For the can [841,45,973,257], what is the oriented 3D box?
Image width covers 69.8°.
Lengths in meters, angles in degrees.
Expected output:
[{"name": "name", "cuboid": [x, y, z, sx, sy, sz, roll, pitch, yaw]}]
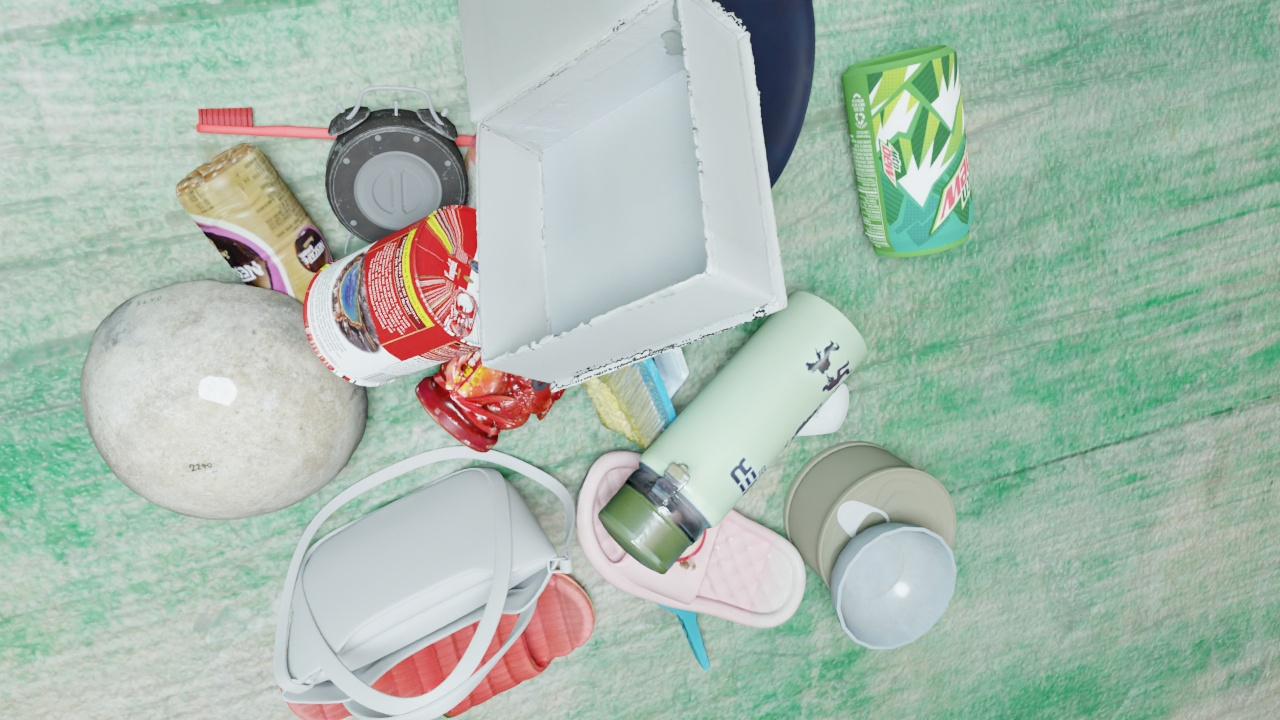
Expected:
[{"name": "can", "cuboid": [0.205, -0.158, 0.701, 0.083, 0.083, 0.144, -18, 110, -12]}]

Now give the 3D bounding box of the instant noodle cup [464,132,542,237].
[{"name": "instant noodle cup", "cuboid": [-0.061, -0.104, 0.632, 0.108, 0.098, 0.098, 1, 105, -25]}]

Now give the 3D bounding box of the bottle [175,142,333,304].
[{"name": "bottle", "cuboid": [-0.230, -0.059, 0.608, 0.059, 0.059, 0.166, -33, 119, -6]}]

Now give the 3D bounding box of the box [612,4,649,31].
[{"name": "box", "cuboid": [-0.011, -0.250, 0.627, 0.117, 0.051, 0.205, 29, 95, -25]}]

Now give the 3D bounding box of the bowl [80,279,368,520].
[{"name": "bowl", "cuboid": [-0.268, 0.043, 0.586, 0.178, 0.081, 0.179, -6, 124, -9]}]

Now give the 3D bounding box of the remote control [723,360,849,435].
[{"name": "remote control", "cuboid": [0.117, 0.031, 0.757, 0.114, 0.028, 0.060, 6, 101, -17]}]

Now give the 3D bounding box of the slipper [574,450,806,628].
[{"name": "slipper", "cuboid": [0.044, 0.151, 0.737, 0.221, 0.056, 0.106, 29, 71, -19]}]

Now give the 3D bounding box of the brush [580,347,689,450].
[{"name": "brush", "cuboid": [-0.004, 0.004, 0.663, 0.075, 0.055, 0.136, -54, 154, -16]}]

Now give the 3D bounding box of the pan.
[{"name": "pan", "cuboid": [0.022, -0.129, 0.606, 0.355, 0.021, 0.199, -59, 143, -16]}]

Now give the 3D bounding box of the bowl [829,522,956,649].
[{"name": "bowl", "cuboid": [0.196, 0.174, 0.735, 0.106, 0.039, 0.106, -5, 107, -16]}]

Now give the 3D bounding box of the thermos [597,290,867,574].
[{"name": "thermos", "cuboid": [0.066, 0.053, 0.679, 0.231, 0.082, 0.082, -46, 113, -11]}]

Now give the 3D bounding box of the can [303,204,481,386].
[{"name": "can", "cuboid": [-0.141, -0.037, 0.569, 0.086, 0.117, 0.086, 21, 62, -46]}]

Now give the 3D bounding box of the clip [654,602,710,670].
[{"name": "clip", "cuboid": [0.035, 0.210, 0.784, 0.102, 0.027, 0.119, -46, 112, -8]}]

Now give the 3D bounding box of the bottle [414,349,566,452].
[{"name": "bottle", "cuboid": [-0.098, 0.003, 0.643, 0.111, 0.099, 0.099, -46, 113, 4]}]

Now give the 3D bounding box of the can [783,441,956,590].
[{"name": "can", "cuboid": [0.194, 0.139, 0.787, 0.127, 0.073, 0.128, -5, 106, -16]}]

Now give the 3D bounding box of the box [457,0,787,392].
[{"name": "box", "cuboid": [-0.035, -0.181, 0.508, 0.098, 0.166, 0.368, 8, 68, -50]}]

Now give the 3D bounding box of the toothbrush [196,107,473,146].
[{"name": "toothbrush", "cuboid": [-0.183, -0.157, 0.618, 0.212, 0.012, 0.018, -1, 105, -17]}]

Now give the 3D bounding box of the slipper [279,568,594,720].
[{"name": "slipper", "cuboid": [-0.154, 0.228, 0.712, 0.248, 0.059, 0.103, -12, 109, -12]}]

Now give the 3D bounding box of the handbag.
[{"name": "handbag", "cuboid": [-0.136, 0.149, 0.606, 0.215, 0.222, 0.096, -26, 112, -9]}]

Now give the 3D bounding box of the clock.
[{"name": "clock", "cuboid": [-0.161, -0.126, 0.608, 0.091, 0.043, 0.123, -2, 124, -15]}]
